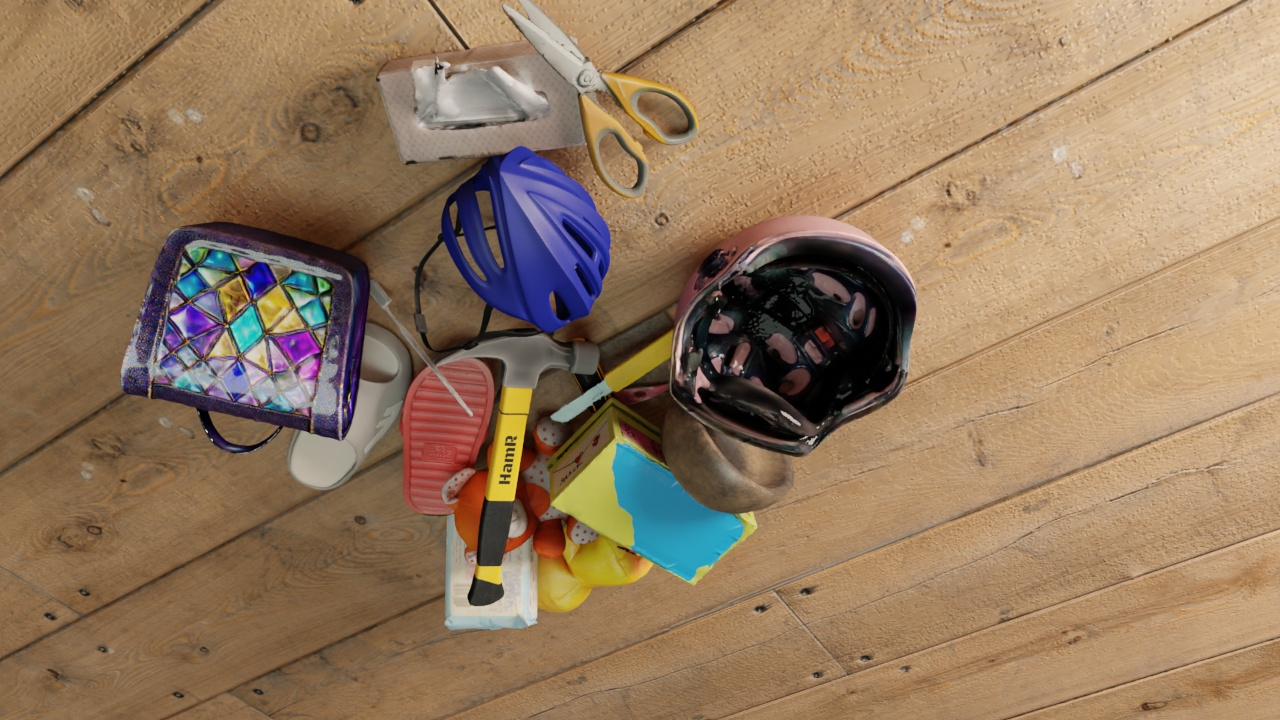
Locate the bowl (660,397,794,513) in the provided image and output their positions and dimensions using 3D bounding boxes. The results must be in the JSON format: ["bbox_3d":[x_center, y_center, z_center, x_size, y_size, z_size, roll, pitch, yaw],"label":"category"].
[{"bbox_3d":[0.088,0.098,1.009,0.162,0.162,0.070,35,120,-24],"label":"bowl"}]

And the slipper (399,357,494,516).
[{"bbox_3d":[-0.229,0.080,1.072,0.103,0.059,0.249,10,126,-14],"label":"slipper"}]

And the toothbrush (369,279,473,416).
[{"bbox_3d":[-0.233,-0.014,0.977,0.010,0.010,0.181,-41,87,28],"label":"toothbrush"}]

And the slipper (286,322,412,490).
[{"bbox_3d":[-0.350,0.076,1.061,0.113,0.080,0.267,27,124,-16],"label":"slipper"}]

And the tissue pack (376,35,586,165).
[{"bbox_3d":[-0.142,-0.234,0.827,0.181,0.071,0.104,-3,129,7],"label":"tissue pack"}]

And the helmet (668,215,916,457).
[{"bbox_3d":[0.148,-0.041,0.916,0.230,0.152,0.256,22,124,-13],"label":"helmet"}]

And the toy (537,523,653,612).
[{"bbox_3d":[-0.079,0.278,1.212,0.194,0.087,0.134,-24,128,18],"label":"toy"}]

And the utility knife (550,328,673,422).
[{"bbox_3d":[-0.006,0.006,1.006,0.218,0.019,0.030,-35,112,1],"label":"utility knife"}]

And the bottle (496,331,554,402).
[{"bbox_3d":[-0.126,0.006,1.033,0.030,0.030,0.113,23,125,-17],"label":"bottle"}]

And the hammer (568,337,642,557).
[{"bbox_3d":[-0.018,0.110,1.080,0.123,0.036,0.321,-22,117,6],"label":"hammer"}]

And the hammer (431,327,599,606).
[{"bbox_3d":[-0.152,0.120,0.988,0.169,0.034,0.325,4,107,-22],"label":"hammer"}]

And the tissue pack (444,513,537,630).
[{"bbox_3d":[-0.186,0.247,1.155,0.112,0.181,0.070,-1,170,6],"label":"tissue pack"}]

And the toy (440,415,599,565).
[{"bbox_3d":[-0.138,0.163,1.081,0.172,0.093,0.164,-25,105,-20],"label":"toy"}]

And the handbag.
[{"bbox_3d":[-0.381,-0.014,0.915,0.204,0.125,0.222,14,99,-11],"label":"handbag"}]

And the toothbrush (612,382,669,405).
[{"bbox_3d":[0.007,0.036,1.064,0.135,0.016,0.022,-13,120,11],"label":"toothbrush"}]

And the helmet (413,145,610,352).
[{"bbox_3d":[-0.141,-0.092,0.864,0.228,0.147,0.241,-21,158,11],"label":"helmet"}]

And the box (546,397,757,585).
[{"bbox_3d":[0.015,0.154,1.048,0.221,0.081,0.125,32,113,-25],"label":"box"}]

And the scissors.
[{"bbox_3d":[-0.031,-0.245,0.804,0.134,0.016,0.228,-39,131,0],"label":"scissors"}]
